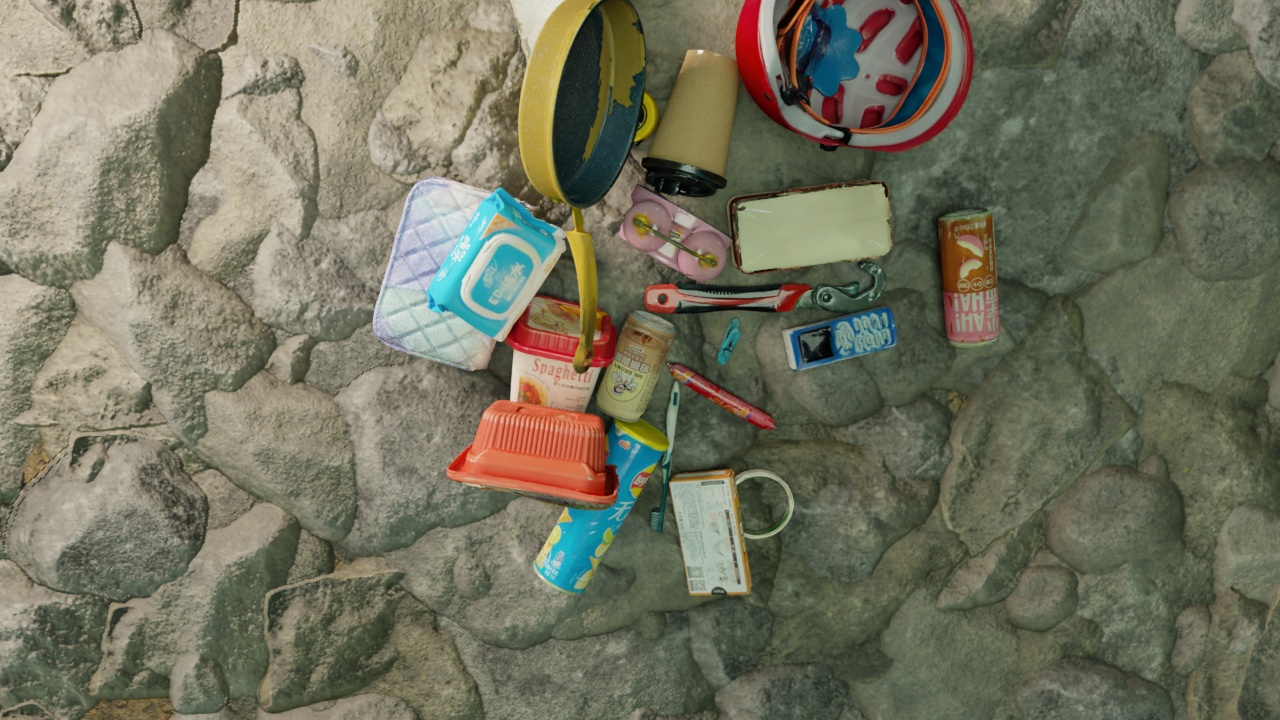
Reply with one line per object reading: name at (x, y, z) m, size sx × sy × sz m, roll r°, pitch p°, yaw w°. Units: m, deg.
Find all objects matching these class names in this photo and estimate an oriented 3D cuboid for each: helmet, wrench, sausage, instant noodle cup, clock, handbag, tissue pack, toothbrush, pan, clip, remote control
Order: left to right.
handbag at (-0.202, -0.096, 0.990) m, size 0.134 × 0.075 × 0.194 m, roll 18°, pitch 104°, yaw -11°
tissue pack at (-0.145, -0.093, 0.927) m, size 0.090 × 0.063 × 0.140 m, roll 31°, pitch 96°, yaw -31°
instant noodle cup at (-0.099, 0.090, 0.923) m, size 0.164 × 0.189 × 0.079 m, roll 9°, pitch 92°, yaw -4°
instant noodle cup at (-0.093, 0.008, 1.007) m, size 0.116 × 0.116 × 0.124 m, roll 13°, pitch 116°, yaw -5°
pan at (-0.052, -0.165, 0.885) m, size 0.078 × 0.197 × 0.358 m, roll 18°, pitch 105°, yaw 19°
toothbrush at (0.029, 0.116, 1.082) m, size 0.018 × 0.016 × 0.192 m, roll 8°, pitch 105°, yaw 7°
clock at (0.035, -0.129, 0.946) m, size 0.117 × 0.158 × 0.060 m, roll 29°, pitch 98°, yaw -8°
sausage at (0.094, 0.043, 1.063) m, size 0.156 × 0.020 × 0.020 m, roll 30°, pitch 101°, yaw -9°
clip at (0.101, -0.019, 1.046) m, size 0.013 × 0.033 × 0.054 m, roll 18°, pitch 117°, yaw -4°
wrench at (0.141, -0.075, 1.036) m, size 0.273 × 0.016 × 0.056 m, roll -4°, pitch 105°, yaw -1°
helmet at (0.199, -0.314, 0.916) m, size 0.240 × 0.144 × 0.207 m, roll 22°, pitch 97°, yaw -27°
remote control at (0.228, -0.026, 1.047) m, size 0.125 × 0.024 × 0.049 m, roll -14°, pitch 104°, yaw 0°

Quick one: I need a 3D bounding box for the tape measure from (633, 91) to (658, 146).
tape measure at (-0.009, -0.260, 0.974) m, size 0.057 × 0.028 × 0.060 m, roll 13°, pitch 105°, yaw 12°

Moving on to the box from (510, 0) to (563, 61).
box at (-0.090, -0.377, 0.931) m, size 0.090 × 0.059 × 0.184 m, roll -11°, pitch 106°, yaw 1°

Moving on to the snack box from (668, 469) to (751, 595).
snack box at (0.084, 0.206, 1.091) m, size 0.075 × 0.026 × 0.154 m, roll -6°, pitch 105°, yaw 17°

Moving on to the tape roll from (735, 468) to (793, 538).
tape roll at (0.140, 0.172, 1.100) m, size 0.086 × 0.014 × 0.086 m, roll 0°, pitch 104°, yaw -1°

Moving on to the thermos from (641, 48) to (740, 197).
thermos at (0.058, -0.244, 0.958) m, size 0.093 × 0.093 × 0.143 m, roll 14°, pitch 95°, yaw -6°

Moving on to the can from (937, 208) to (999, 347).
can at (0.365, -0.092, 1.018) m, size 0.058 × 0.058 × 0.147 m, roll -9°, pitch 104°, yaw 0°

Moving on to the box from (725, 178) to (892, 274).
box at (0.182, -0.142, 0.990) m, size 0.168 × 0.076 × 0.091 m, roll -8°, pitch 104°, yaw 0°

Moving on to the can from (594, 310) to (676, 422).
can at (-0.006, 0.006, 1.029) m, size 0.058 × 0.058 × 0.116 m, roll 20°, pitch 102°, yaw -7°

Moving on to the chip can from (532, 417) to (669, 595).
chip can at (-0.047, 0.167, 1.062) m, size 0.071 × 0.071 × 0.210 m, roll 28°, pitch 102°, yaw -9°
